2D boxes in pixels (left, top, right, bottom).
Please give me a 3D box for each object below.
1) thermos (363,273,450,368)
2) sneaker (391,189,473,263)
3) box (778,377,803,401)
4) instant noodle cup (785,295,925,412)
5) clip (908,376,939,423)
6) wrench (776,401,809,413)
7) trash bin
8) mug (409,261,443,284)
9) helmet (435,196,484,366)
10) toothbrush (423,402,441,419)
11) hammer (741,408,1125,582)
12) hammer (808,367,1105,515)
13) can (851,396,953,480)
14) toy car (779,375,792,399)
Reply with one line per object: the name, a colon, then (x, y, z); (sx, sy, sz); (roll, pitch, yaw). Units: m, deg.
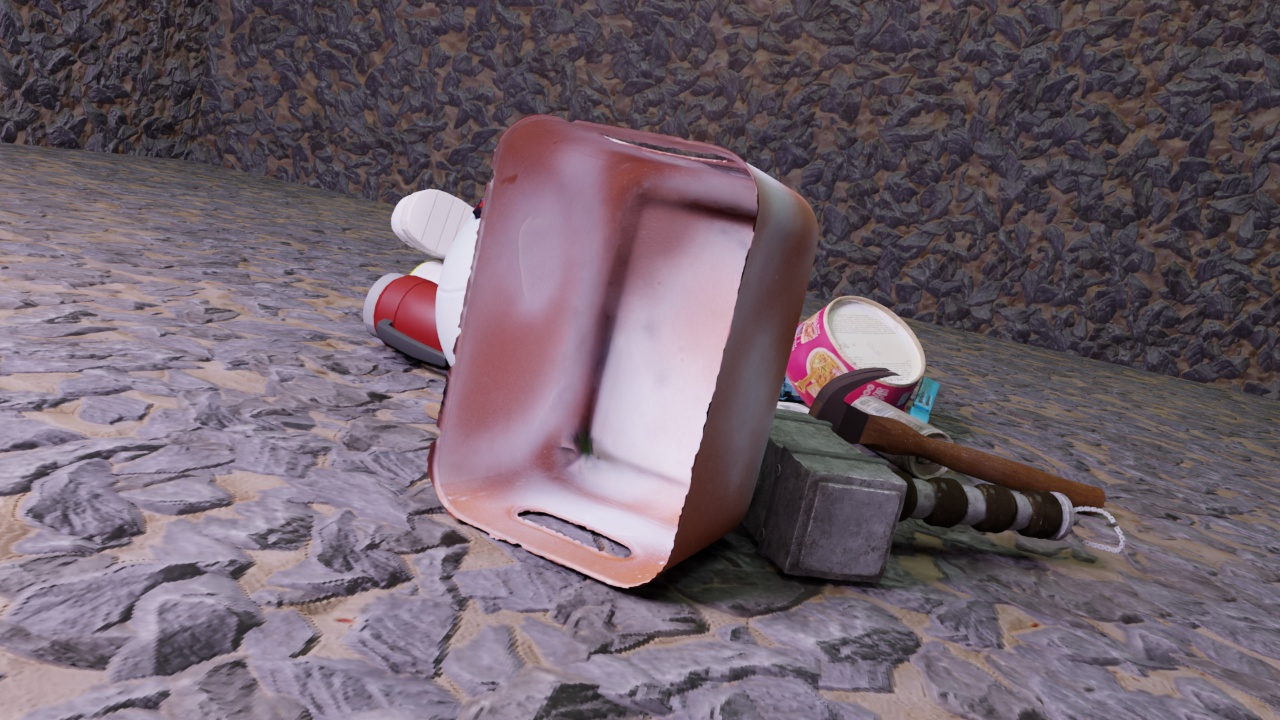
thermos: (-0.203, -0.027, 0.969); (0.199, 0.084, 0.107); (19, 30, 25)
sneaker: (-0.222, -0.149, 1.218); (0.236, 0.090, 0.104); (23, -8, -36)
box: (0.142, 0.020, 1.266); (0.125, 0.021, 0.209); (7, 12, -33)
instant noodle cup: (0.266, -0.004, 1.110); (0.178, 0.078, 0.178); (15, 46, -16)
clip: (0.319, 0.081, 1.081); (0.027, 0.104, 0.120); (21, 20, 16)
wrench: (0.089, 0.034, 1.135); (0.274, 0.018, 0.066); (19, 12, 39)
trash bin: (-0.004, -0.007, 0.604); (0.182, 0.260, 0.157); (17, 8, 26)
mug: (-0.236, -0.073, 1.160); (0.106, 0.082, 0.082); (21, 14, 34)
helmet: (-0.066, -0.033, 0.794); (0.264, 0.237, 0.163); (-14, 26, 16)
toothbrush: (-0.114, 0.062, 0.764); (0.167, 0.016, 0.016); (17, 12, 27)
hammer: (0.226, 0.109, 0.714); (0.326, 0.079, 0.177); (9, 11, -16)
hammer: (0.313, 0.094, 0.896); (0.323, 0.115, 0.033); (18, 9, -12)
can: (0.275, 0.081, 0.988); (0.054, 0.054, 0.135); (8, 11, -21)
toy car: (0.156, 0.020, 1.137); (0.060, 0.027, 0.107); (14, 10, 0)
